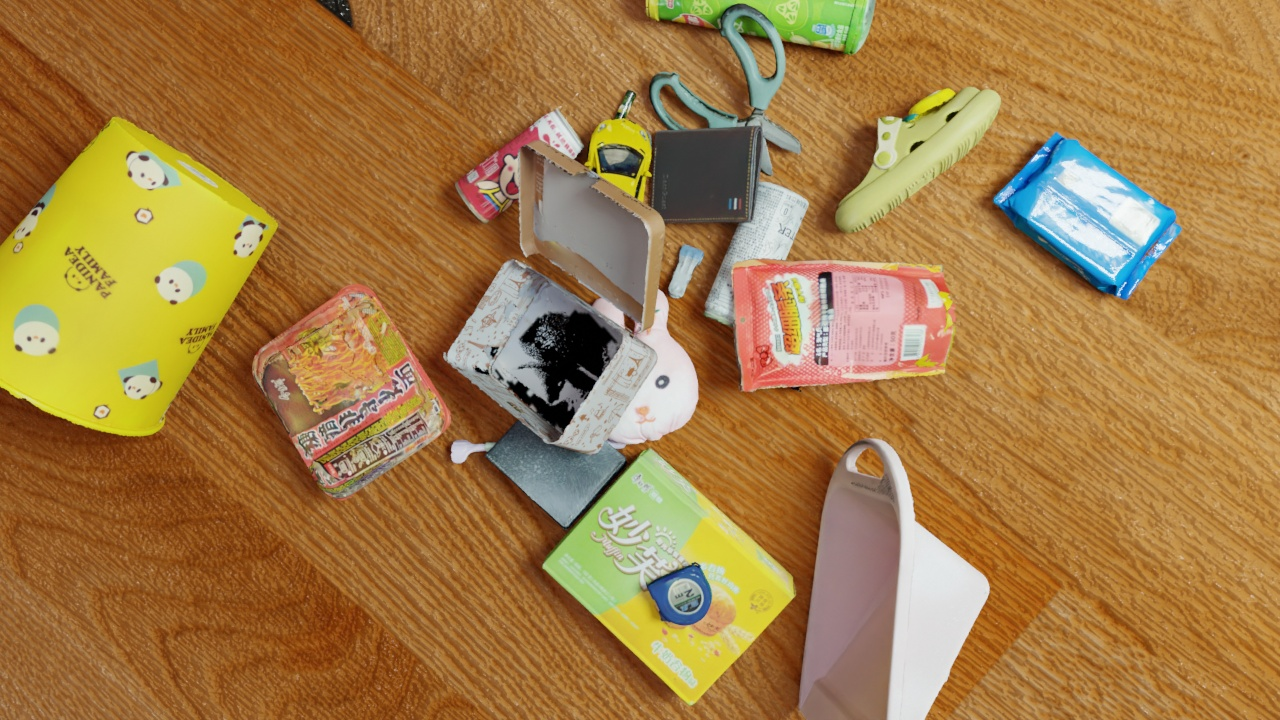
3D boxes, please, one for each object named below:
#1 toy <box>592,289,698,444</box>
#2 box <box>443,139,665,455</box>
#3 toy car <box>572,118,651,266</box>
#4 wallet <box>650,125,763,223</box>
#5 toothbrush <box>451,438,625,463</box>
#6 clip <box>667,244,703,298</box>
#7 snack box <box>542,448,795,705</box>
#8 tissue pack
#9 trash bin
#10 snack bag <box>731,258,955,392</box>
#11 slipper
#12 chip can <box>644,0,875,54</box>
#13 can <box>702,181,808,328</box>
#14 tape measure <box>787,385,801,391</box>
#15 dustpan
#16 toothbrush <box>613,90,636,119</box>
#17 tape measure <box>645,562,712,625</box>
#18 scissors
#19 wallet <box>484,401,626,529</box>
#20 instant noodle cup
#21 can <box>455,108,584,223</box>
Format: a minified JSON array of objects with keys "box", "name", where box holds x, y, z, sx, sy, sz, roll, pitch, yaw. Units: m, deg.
[{"box":[-0.006,0.006,0.949,0.121,0.054,0.159,-14,82,11],"name":"toy"},{"box":[-0.070,-0.056,0.889,0.179,0.124,0.274,36,118,30],"name":"box"},{"box":[-0.029,-0.173,0.943,0.071,0.041,0.156,9,92,-10],"name":"toy car"},{"box":[0.064,-0.186,0.926,0.122,0.020,0.096,7,91,36],"name":"wallet"},{"box":[-0.109,0.093,0.980,0.189,0.021,0.029,-3,58,7],"name":"toothbrush"},{"box":[0.045,-0.092,0.954,0.025,0.029,0.057,24,88,5],"name":"clip"},{"box":[0.029,0.217,0.937,0.210,0.070,0.158,42,97,5],"name":"snack box"},{"box":[0.427,-0.139,0.881,0.157,0.052,0.095,39,94,6],"name":"tissue pack"},{"box":[-0.528,-0.091,0.943,0.229,0.229,0.255,36,90,6],"name":"trash bin"},{"box":[0.193,-0.037,0.888,0.208,0.073,0.128,-2,92,-2],"name":"snack bag"},{"box":[0.256,-0.205,0.888,0.191,0.091,0.081,-40,83,10],"name":"slipper"},{"box":[0.119,-0.358,0.911,0.221,0.072,0.072,13,93,8],"name":"chip can"},{"box":[0.115,-0.103,0.924,0.058,0.058,0.147,23,94,7],"name":"can"},{"box":[0.146,-0.009,0.934,0.066,0.033,0.066,25,93,7],"name":"tape measure"},{"box":[0.193,0.220,0.846,0.139,0.223,0.273,35,83,-6],"name":"dustpan"},{"box":[-0.047,-0.198,0.966,0.012,0.017,0.186,23,95,-31],"name":"toothbrush"},{"box":[0.041,0.227,0.886,0.058,0.025,0.054,-26,89,12],"name":"tape measure"},{"box":[0.099,-0.274,0.912,0.172,0.019,0.180,29,124,6],"name":"scissors"},{"box":[-0.088,0.102,0.955,0.121,0.019,0.097,40,79,14],"name":"wallet"},{"box":[-0.302,0.032,0.977,0.164,0.079,0.189,-32,88,7],"name":"instant noodle cup"},{"box":[-0.125,-0.203,0.959,0.133,0.053,0.053,-35,86,7],"name":"can"}]
